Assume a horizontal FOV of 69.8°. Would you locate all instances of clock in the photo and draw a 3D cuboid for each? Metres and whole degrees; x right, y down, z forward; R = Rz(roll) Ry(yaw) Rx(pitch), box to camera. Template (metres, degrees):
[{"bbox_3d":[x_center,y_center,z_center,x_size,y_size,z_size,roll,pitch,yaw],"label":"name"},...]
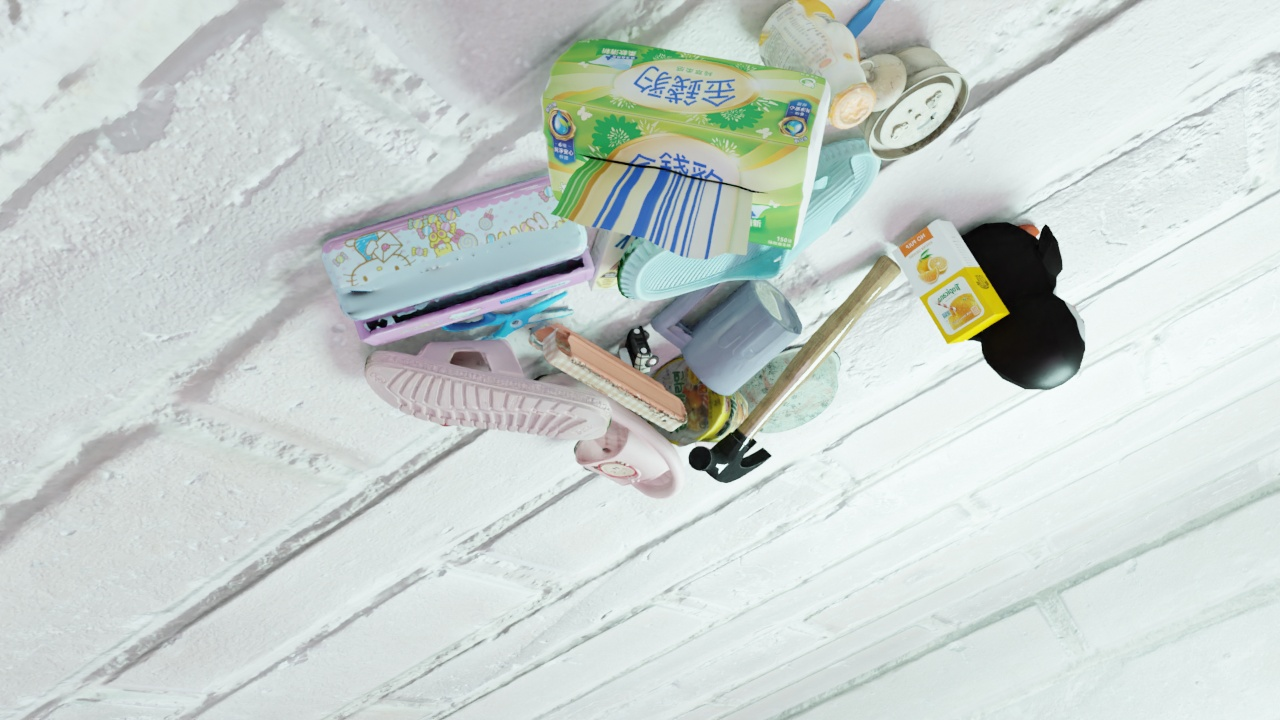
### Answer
[{"bbox_3d":[0.212,-0.224,0.766,0.140,0.054,0.093,9,136,-48],"label":"clock"}]

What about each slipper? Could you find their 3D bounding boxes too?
[{"bbox_3d":[-0.035,0.088,1.009,0.107,0.055,0.221,-15,131,46],"label":"slipper"},{"bbox_3d":[-0.144,0.023,0.894,0.239,0.064,0.094,12,147,-11],"label":"slipper"},{"bbox_3d":[0.109,-0.112,0.830,0.276,0.069,0.116,-24,154,-12],"label":"slipper"}]

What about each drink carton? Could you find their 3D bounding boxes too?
[{"bbox_3d":[0.321,-0.085,0.960,0.040,0.122,0.059,-7,155,-48],"label":"drink carton"}]

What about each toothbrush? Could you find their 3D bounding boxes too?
[{"bbox_3d":[0.163,-0.252,0.735,0.016,0.014,0.167,12,136,-39],"label":"toothbrush"}]

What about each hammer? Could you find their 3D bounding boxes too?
[{"bbox_3d":[0.178,0.011,1.016,0.305,0.040,0.132,-50,154,7],"label":"hammer"}]

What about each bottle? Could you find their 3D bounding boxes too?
[{"bbox_3d":[0.133,-0.218,0.680,0.063,0.108,0.063,-17,145,-12],"label":"bottle"}]

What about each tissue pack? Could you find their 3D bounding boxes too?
[{"bbox_3d":[0.022,-0.132,0.646,0.198,0.141,0.120,10,146,16],"label":"tissue pack"}]

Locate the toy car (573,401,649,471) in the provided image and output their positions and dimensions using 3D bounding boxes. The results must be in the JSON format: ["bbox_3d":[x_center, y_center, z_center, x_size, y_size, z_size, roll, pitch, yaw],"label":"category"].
[{"bbox_3d":[-0.026,0.089,1.096,0.113,0.040,0.048,-32,116,-1],"label":"toy car"}]

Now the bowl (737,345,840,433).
[{"bbox_3d":[0.183,0.045,1.145,0.157,0.038,0.158,-14,146,-10],"label":"bowl"}]

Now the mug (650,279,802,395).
[{"bbox_3d":[0.090,-0.037,0.956,0.124,0.083,0.104,36,120,-21],"label":"mug"}]

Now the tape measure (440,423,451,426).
[{"bbox_3d":[-0.196,0.042,0.958,0.051,0.019,0.059,-26,147,2],"label":"tape measure"}]

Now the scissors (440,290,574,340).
[{"bbox_3d":[-0.130,-0.042,0.880,0.141,0.013,0.113,-26,147,13],"label":"scissors"}]

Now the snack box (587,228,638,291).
[{"bbox_3d":[0.007,-0.122,0.826,0.081,0.026,0.150,-5,143,-24],"label":"snack box"}]

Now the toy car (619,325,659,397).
[{"bbox_3d":[-0.006,0.006,0.987,0.037,0.040,0.092,-10,145,-14],"label":"toy car"}]

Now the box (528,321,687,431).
[{"bbox_3d":[-0.032,0.020,0.926,0.187,0.054,0.076,31,165,-34],"label":"box"}]

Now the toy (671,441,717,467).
[{"bbox_3d":[0.040,0.120,1.177,0.125,0.037,0.076,-15,143,-13],"label":"toy"}]

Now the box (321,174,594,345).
[{"bbox_3d":[-0.148,-0.075,0.784,0.214,0.062,0.140,-18,144,-4],"label":"box"}]

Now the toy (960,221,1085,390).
[{"bbox_3d":[0.397,-0.052,0.990,0.140,0.184,0.159,7,138,-34],"label":"toy"}]

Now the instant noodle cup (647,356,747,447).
[{"bbox_3d":[0.073,0.056,1.060,0.102,0.102,0.108,-34,153,20],"label":"instant noodle cup"}]
